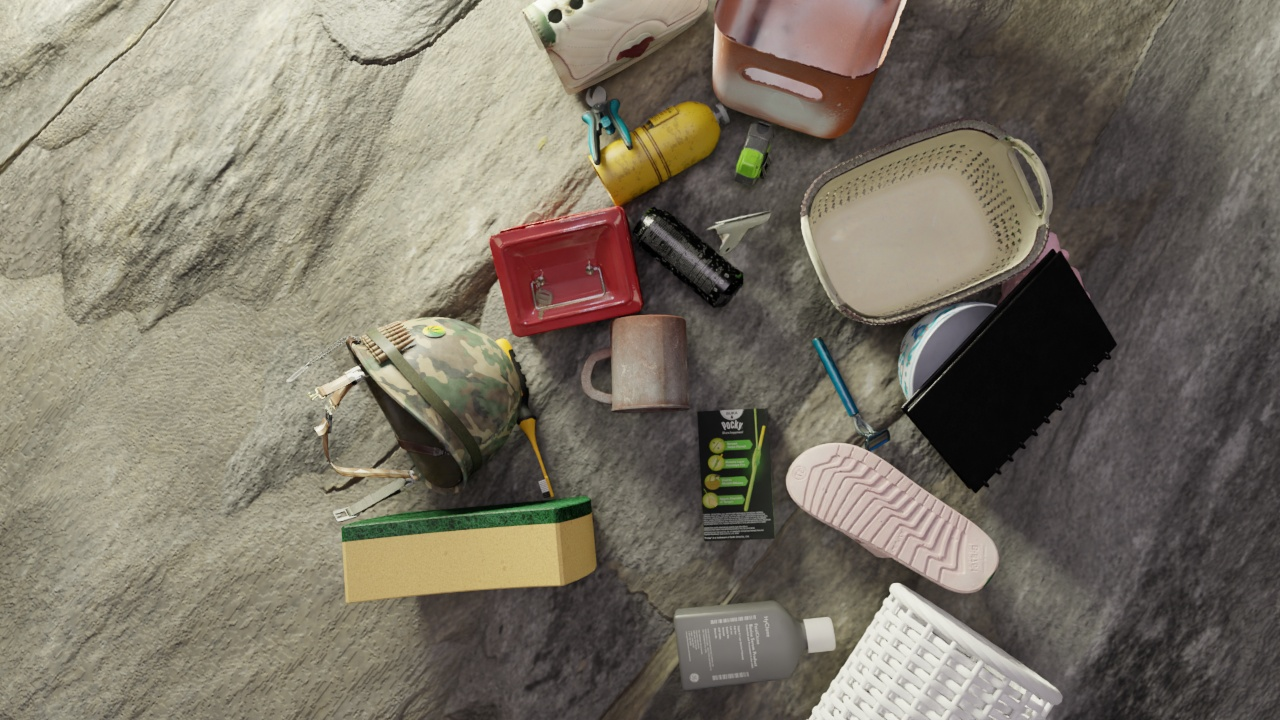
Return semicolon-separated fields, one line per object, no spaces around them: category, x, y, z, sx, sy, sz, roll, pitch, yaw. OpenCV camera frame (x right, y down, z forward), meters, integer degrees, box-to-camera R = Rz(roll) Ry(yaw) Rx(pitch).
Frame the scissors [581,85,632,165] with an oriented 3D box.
scissors;-0.039;-0.277;1.065;0.151;0.019;0.130;17;64;38

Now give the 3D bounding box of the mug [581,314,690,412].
mug;-0.006;0.006;1.043;0.123;0.096;0.110;-1;79;-1

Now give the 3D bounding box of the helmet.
helmet;-0.256;0.054;1.006;0.224;0.193;0.235;24;55;28

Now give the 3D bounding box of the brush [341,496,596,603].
brush;-0.176;0.199;0.989;0.250;0.195;0.075;-6;84;4

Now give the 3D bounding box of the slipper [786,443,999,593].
slipper;0.278;0.172;1.019;0.239;0.064;0.094;30;84;20

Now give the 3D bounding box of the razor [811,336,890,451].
razor;0.236;0.037;1.056;0.042;0.022;0.144;-20;77;-37

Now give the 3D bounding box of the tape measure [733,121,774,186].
tape measure;0.134;-0.235;1.068;0.036;0.058;0.065;20;85;5

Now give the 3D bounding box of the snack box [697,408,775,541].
snack box;0.109;0.131;1.055;0.080;0.025;0.147;-3;85;5

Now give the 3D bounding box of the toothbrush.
toothbrush;-0.135;0.068;1.080;0.030;0.031;0.196;-18;85;-11

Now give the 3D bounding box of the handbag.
handbag;-0.026;-0.401;1.056;0.198;0.142;0.096;-29;85;3

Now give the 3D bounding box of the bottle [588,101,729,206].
bottle;0.026;-0.250;1.072;0.164;0.071;0.071;-30;83;2

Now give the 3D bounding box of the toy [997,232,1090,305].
toy;0.450;-0.095;1.030;0.099;0.052;0.096;-5;92;9

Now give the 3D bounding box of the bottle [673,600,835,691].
bottle;0.129;0.315;1.027;0.174;0.046;0.083;-7;84;4

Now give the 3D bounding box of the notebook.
notebook;0.406;0.019;0.996;0.231;0.019;0.169;-46;120;0

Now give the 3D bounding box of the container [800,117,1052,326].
container;0.299;-0.142;1.004;0.251;0.143;0.184;-22;85;2

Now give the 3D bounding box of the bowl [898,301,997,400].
bowl;0.336;-0.004;1.011;0.143;0.074;0.144;-9;114;-20

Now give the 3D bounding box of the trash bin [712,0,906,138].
trash bin;0.195;-0.395;1.011;0.181;0.157;0.259;20;76;6

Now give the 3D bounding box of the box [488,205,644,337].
box;-0.082;-0.103;1.066;0.157;0.117;0.136;-10;99;1

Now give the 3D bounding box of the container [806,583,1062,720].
container;0.293;0.359;0.939;0.189;0.189;0.187;33;89;7

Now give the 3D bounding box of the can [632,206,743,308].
can;0.056;-0.120;1.067;0.137;0.054;0.054;41;89;7

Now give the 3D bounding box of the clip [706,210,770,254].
clip;0.107;-0.149;1.068;0.054;0.101;0.040;-32;81;46
